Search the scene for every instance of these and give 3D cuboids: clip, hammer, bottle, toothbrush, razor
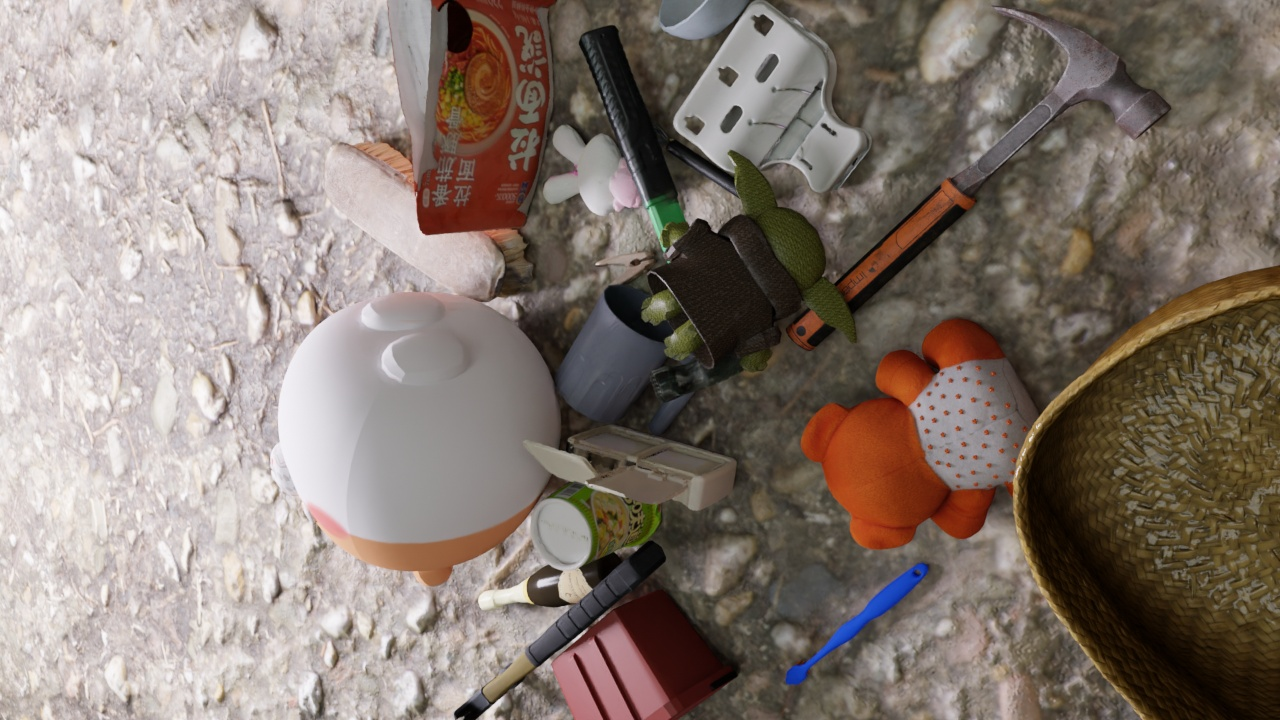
[{"bbox_3d":[-0.012,-0.081,0.868,0.061,0.024,0.041,-7,96,27],"label":"clip"},{"bbox_3d":[0.020,-0.134,0.787,0.130,0.032,0.318,-21,90,-7],"label":"hammer"},{"bbox_3d":[0.121,-0.203,0.757,0.152,0.095,0.126,35,119,-3],"label":"clip"},{"bbox_3d":[-0.101,0.241,0.972,0.185,0.045,0.045,-21,89,32],"label":"bottle"},{"bbox_3d":[0.191,0.237,0.820,0.016,0.018,0.183,47,116,14],"label":"toothbrush"},{"bbox_3d":[0.046,-0.178,0.817,0.144,0.022,0.043,35,124,14],"label":"razor"},{"bbox_3d":[0.223,-0.126,0.715,0.138,0.034,0.315,51,120,12],"label":"hammer"},{"bbox_3d":[-0.087,0.277,0.907,0.025,0.117,0.334,49,126,10],"label":"hammer"}]

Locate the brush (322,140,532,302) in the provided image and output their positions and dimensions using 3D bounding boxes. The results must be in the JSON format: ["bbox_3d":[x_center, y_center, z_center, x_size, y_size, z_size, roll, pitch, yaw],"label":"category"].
[{"bbox_3d":[-0.229,-0.148,0.961,0.271,0.056,0.083,33,118,21],"label":"brush"}]

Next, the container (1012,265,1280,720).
[{"bbox_3d":[0.410,0.086,0.556,0.307,0.196,0.307,7,104,31],"label":"container"}]

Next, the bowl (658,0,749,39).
[{"bbox_3d":[0.063,-0.305,0.748,0.107,0.039,0.106,-39,36,36],"label":"bowl"}]

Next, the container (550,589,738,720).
[{"bbox_3d":[0.017,0.341,0.876,0.148,0.126,0.200,-47,66,29],"label":"container"}]

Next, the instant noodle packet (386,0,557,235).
[{"bbox_3d":[-0.154,-0.228,0.838,0.084,0.164,0.221,10,104,26],"label":"instant noodle packet"}]

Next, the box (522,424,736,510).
[{"bbox_3d":[-0.007,0.092,0.808,0.144,0.183,0.050,13,99,23],"label":"box"}]

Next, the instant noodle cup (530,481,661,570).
[{"bbox_3d":[-0.048,0.151,0.887,0.099,0.107,0.099,7,104,30],"label":"instant noodle cup"}]

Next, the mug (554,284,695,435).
[{"bbox_3d":[-0.005,0.005,0.857,0.124,0.083,0.104,30,117,-8],"label":"mug"}]

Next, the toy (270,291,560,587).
[{"bbox_3d":[-0.214,0.076,0.880,0.262,0.265,0.281,53,144,42],"label":"toy"}]

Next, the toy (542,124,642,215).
[{"bbox_3d":[-0.041,-0.173,0.857,0.123,0.037,0.079,27,117,34],"label":"toy"}]

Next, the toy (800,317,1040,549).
[{"bbox_3d":[0.227,0.068,0.727,0.173,0.092,0.163,-29,87,19],"label":"toy"}]

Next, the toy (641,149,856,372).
[{"bbox_3d":[0.076,-0.062,0.734,0.152,0.078,0.179,-33,90,-8],"label":"toy"}]
